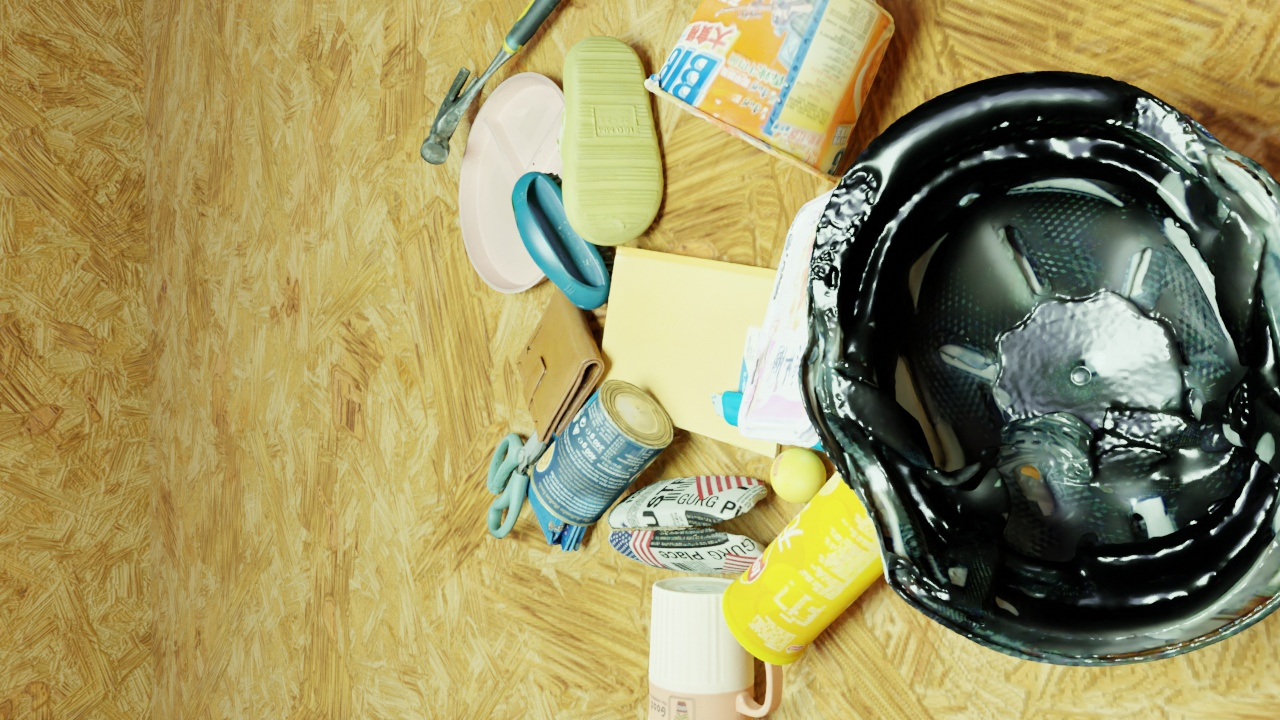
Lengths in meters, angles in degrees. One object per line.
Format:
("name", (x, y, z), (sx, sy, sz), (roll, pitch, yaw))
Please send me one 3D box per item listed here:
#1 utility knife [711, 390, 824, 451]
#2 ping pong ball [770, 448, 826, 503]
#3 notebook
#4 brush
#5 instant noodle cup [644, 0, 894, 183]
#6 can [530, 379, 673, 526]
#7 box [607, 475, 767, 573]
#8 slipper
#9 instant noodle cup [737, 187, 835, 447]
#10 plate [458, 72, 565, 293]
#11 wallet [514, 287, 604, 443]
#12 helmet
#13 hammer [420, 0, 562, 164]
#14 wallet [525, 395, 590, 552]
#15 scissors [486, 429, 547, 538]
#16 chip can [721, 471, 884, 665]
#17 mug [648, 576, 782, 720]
("utility knife", (0.113, 0.045, 0.681), (0.160, 0.018, 0.034), (12, 101, 43))
("ping pong ball", (0.115, 0.084, 0.671), (0.040, 0.040, 0.040), (-2, 88, 50))
("notebook", (0.042, -0.014, 0.768), (0.207, 0.010, 0.146), (15, 100, 43))
("brush", (-0.076, -0.111, 0.849), (0.055, 0.073, 0.144), (-34, 84, 34))
("instant noodle cup", (0.094, -0.205, 0.630), (0.151, 0.151, 0.111), (42, 111, 42))
("can", (-0.033, 0.078, 0.777), (0.111, 0.075, 0.075), (-50, 53, 29))
("box", (0.040, 0.145, 0.752), (0.163, 0.076, 0.087), (-11, 102, 46))
("slipper", (-0.032, -0.194, 0.831), (0.082, 0.091, 0.190), (158, 110, -73))
("instant noodle cup", (0.130, -0.024, 0.598), (0.138, 0.060, 0.173), (171, 114, -76))
("plate", (-0.124, -0.185, 0.969), (0.230, 0.028, 0.229), (0, 90, 49))
("wallet", (-0.080, 0.002, 0.881), (0.108, 0.031, 0.131), (-57, 31, 24))
("helmet", (0.215, 0.008, 0.465), (0.231, 0.156, 0.273), (-29, 65, 29))
("hammer", (-0.124, -0.339, 0.943), (0.324, 0.032, 0.125), (-38, 32, 36))
("wallet", (-0.067, 0.103, 0.888), (0.106, 0.040, 0.133), (51, 126, 48))
("scissors", (-0.129, 0.097, 0.955), (0.186, 0.019, 0.129), (-63, 29, 31))
("chip can", (0.138, 0.119, 0.619), (0.214, 0.072, 0.072), (-57, 50, 33))
("mug", (0.058, 0.228, 0.705), (0.115, 0.081, 0.106), (-3, 85, 46))
